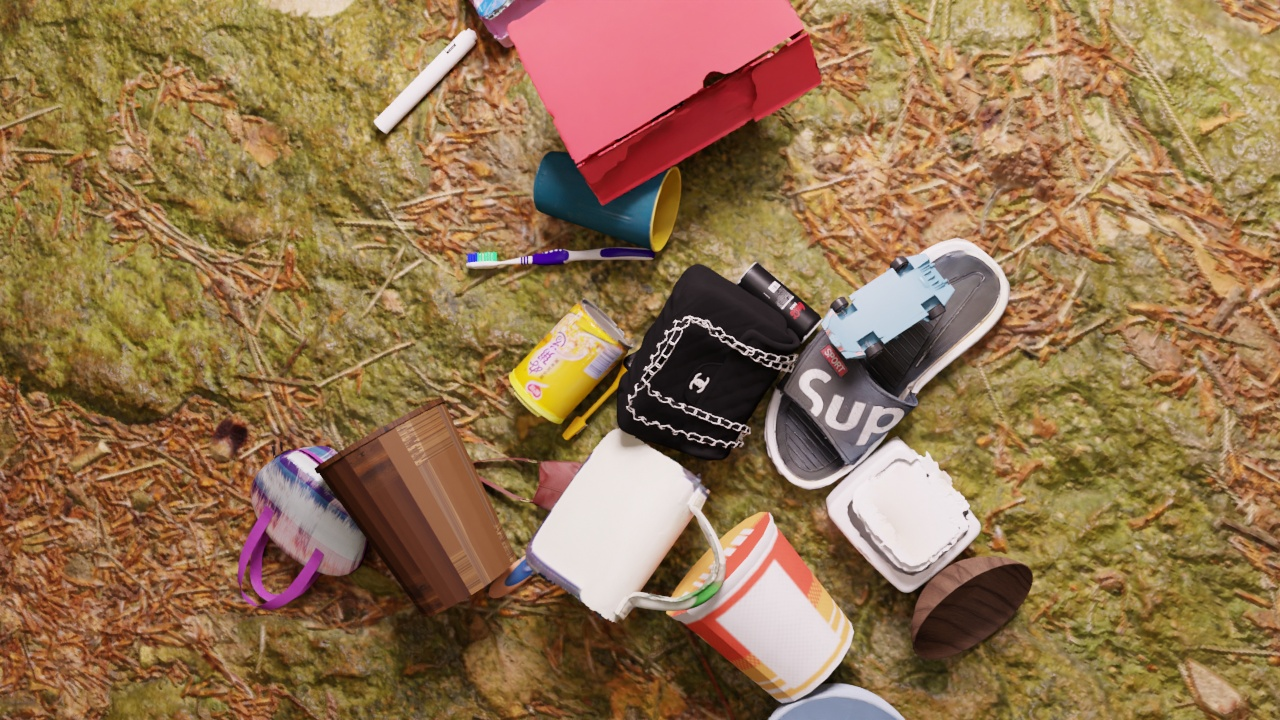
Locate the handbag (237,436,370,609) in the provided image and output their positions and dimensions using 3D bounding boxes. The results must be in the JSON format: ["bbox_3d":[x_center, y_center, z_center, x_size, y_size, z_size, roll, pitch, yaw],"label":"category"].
[{"bbox_3d":[-0.346,0.177,0.919,0.144,0.068,0.170,38,104,7],"label":"handbag"}]

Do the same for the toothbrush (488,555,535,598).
[{"bbox_3d":[-0.096,0.189,0.891,0.135,0.017,0.021,-39,81,12],"label":"toothbrush"}]

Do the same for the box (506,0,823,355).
[{"bbox_3d":[0.077,-0.160,0.820,0.213,0.127,0.425,-29,118,7],"label":"box"}]

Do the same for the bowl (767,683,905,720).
[{"bbox_3d":[0.173,0.348,0.809,0.150,0.074,0.150,1,98,7],"label":"bowl"}]

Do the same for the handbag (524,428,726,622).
[{"bbox_3d":[0.006,0.160,0.796,0.176,0.074,0.151,24,74,42],"label":"handbag"}]

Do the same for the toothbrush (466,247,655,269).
[{"bbox_3d":[-0.078,-0.099,0.879,0.187,0.015,0.016,-2,86,10],"label":"toothbrush"}]

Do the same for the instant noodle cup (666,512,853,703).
[{"bbox_3d":[0.110,0.220,0.804,0.123,0.123,0.121,-44,91,9],"label":"instant noodle cup"}]

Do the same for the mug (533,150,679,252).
[{"bbox_3d":[-0.032,-0.151,0.842,0.121,0.078,0.078,16,94,15],"label":"mug"}]

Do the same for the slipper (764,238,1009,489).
[{"bbox_3d":[0.209,0.002,0.804,0.264,0.063,0.111,-43,84,6],"label":"slipper"}]

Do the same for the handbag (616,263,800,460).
[{"bbox_3d":[0.061,0.016,0.791,0.125,0.114,0.154,25,108,-11],"label":"handbag"}]

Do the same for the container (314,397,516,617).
[{"bbox_3d":[-0.201,0.139,0.858,0.132,0.132,0.167,-30,92,10],"label":"container"}]

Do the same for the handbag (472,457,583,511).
[{"bbox_3d":[-0.113,0.115,0.888,0.120,0.029,0.055,11,92,15],"label":"handbag"}]

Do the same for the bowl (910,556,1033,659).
[{"bbox_3d":[0.276,0.204,0.786,0.119,0.119,0.032,-43,44,9],"label":"bowl"}]

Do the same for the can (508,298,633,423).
[{"bbox_3d":[-0.065,0.002,0.853,0.067,0.067,0.105,45,99,7],"label":"can"}]

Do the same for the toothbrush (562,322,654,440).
[{"bbox_3d":[-0.005,0.005,0.861,0.197,0.030,0.031,-46,68,11],"label":"toothbrush"}]

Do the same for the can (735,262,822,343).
[{"bbox_3d":[0.125,-0.052,0.832,0.080,0.031,0.031,41,98,7],"label":"can"}]

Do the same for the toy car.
[{"bbox_3d":[0.205,-0.042,0.770,0.108,0.027,0.060,-33,74,0],"label":"toy car"}]

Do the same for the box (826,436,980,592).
[{"bbox_3d":[0.228,0.135,0.784,0.102,0.101,0.108,-44,86,10],"label":"box"}]

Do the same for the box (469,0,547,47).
[{"bbox_3d":[-0.064,-0.395,0.843,0.230,0.063,0.084,-34,86,10],"label":"box"}]

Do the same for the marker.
[{"bbox_3d":[-0.210,-0.275,0.899,0.134,0.017,0.020,-42,47,9],"label":"marker"}]
